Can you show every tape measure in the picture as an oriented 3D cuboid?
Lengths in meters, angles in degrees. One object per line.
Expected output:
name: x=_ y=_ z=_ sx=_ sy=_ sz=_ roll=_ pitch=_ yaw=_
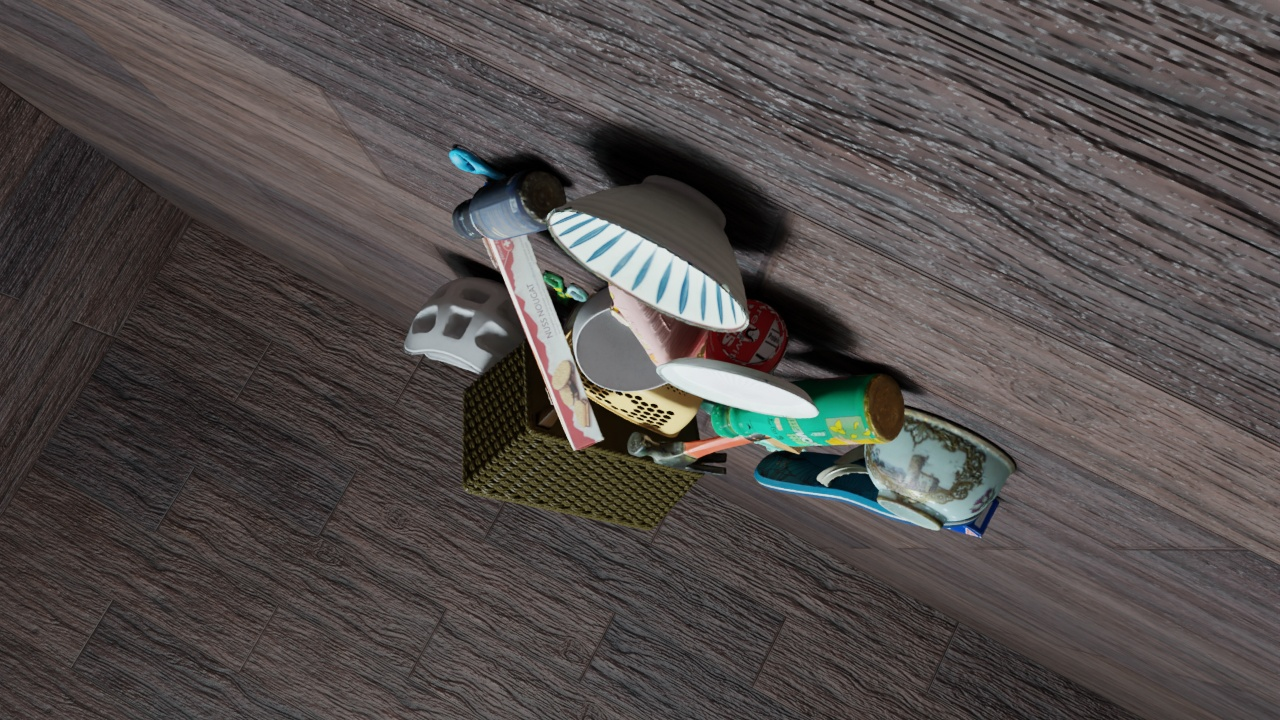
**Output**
tape measure: x=-0.093 y=-0.052 z=1.289 sx=0.020 sy=0.060 sz=0.062 roll=30 pitch=167 yaw=-9

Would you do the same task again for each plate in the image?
plate: x=0.092 y=0.025 z=0.864 sx=0.157 sy=0.014 sz=0.157 roll=15 pitch=169 yaw=3

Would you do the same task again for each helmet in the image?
helmet: x=-0.245 y=-0.021 z=1.480 sx=0.224 sy=0.183 sz=0.282 roll=20 pitch=158 yaw=19

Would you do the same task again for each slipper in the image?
slipper: x=0.277 y=0.136 z=1.134 sx=0.295 sy=0.118 sz=0.060 roll=6 pitch=115 yaw=35
slipper: x=0.006 y=-0.059 z=0.892 sx=0.081 sy=0.093 sz=0.197 roll=24 pitch=168 yaw=30

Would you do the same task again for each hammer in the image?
hammer: x=0.140 y=0.084 z=1.067 sx=0.133 sy=0.033 sz=0.334 roll=23 pitch=151 yaw=-34

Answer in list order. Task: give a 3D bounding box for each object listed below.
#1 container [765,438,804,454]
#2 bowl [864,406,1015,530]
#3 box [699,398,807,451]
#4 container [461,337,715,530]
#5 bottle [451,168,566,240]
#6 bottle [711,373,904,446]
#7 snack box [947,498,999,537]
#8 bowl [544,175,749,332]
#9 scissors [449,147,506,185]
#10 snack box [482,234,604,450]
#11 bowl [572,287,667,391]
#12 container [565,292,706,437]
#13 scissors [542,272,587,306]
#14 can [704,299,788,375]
container: x=0.174 y=0.070 z=1.168 sx=0.114 sy=0.061 sz=0.063 roll=34 pitch=169 yaw=-29
bowl: x=0.307 y=0.125 z=0.989 sx=0.160 sy=0.093 sz=0.160 roll=27 pitch=170 yaw=5
box: x=0.170 y=0.098 z=1.422 sx=0.136 sy=0.033 sz=0.187 roll=36 pitch=168 yaw=-37
container: x=-0.065 y=0.097 z=1.317 sx=0.320 sy=0.176 sz=0.206 roll=18 pitch=137 yaw=-30
bottle: x=-0.130 y=-0.144 z=0.877 sx=0.056 sy=0.056 sz=0.161 roll=34 pitch=161 yaw=-30
bottle: x=0.163 y=0.054 z=0.945 sx=0.210 sy=0.068 sz=0.068 roll=-7 pitch=147 yaw=45
snack box: x=0.368 y=0.180 z=1.216 sx=0.059 sy=0.059 sz=0.227 roll=36 pitch=169 yaw=-18
bowl: x=0.019 y=-0.095 z=0.720 sx=0.177 sy=0.070 sz=0.177 roll=28 pitch=170 yaw=5
scissors: x=-0.124 y=-0.172 z=0.912 sx=0.133 sy=0.015 sz=0.104 roll=21 pitch=165 yaw=16
snack box: x=-0.110 y=-0.031 z=1.030 sx=0.076 sy=0.044 sz=0.273 roll=-130 pitch=19 yaw=-65
bowl: x=-0.009 y=-0.033 z=1.018 sx=0.131 sy=0.132 sz=0.064 roll=34 pitch=-149 yaw=-30
container: x=-0.007 y=0.007 z=1.160 sx=0.183 sy=0.129 sz=0.167 roll=30 pitch=161 yaw=-10
scissors: x=-0.099 y=-0.090 z=1.257 sx=0.070 sy=0.014 sz=0.130 roll=28 pitch=169 yaw=5
can: x=0.102 y=-0.011 z=0.911 sx=0.074 sy=0.074 sz=0.142 roll=27 pitch=170 yaw=7
